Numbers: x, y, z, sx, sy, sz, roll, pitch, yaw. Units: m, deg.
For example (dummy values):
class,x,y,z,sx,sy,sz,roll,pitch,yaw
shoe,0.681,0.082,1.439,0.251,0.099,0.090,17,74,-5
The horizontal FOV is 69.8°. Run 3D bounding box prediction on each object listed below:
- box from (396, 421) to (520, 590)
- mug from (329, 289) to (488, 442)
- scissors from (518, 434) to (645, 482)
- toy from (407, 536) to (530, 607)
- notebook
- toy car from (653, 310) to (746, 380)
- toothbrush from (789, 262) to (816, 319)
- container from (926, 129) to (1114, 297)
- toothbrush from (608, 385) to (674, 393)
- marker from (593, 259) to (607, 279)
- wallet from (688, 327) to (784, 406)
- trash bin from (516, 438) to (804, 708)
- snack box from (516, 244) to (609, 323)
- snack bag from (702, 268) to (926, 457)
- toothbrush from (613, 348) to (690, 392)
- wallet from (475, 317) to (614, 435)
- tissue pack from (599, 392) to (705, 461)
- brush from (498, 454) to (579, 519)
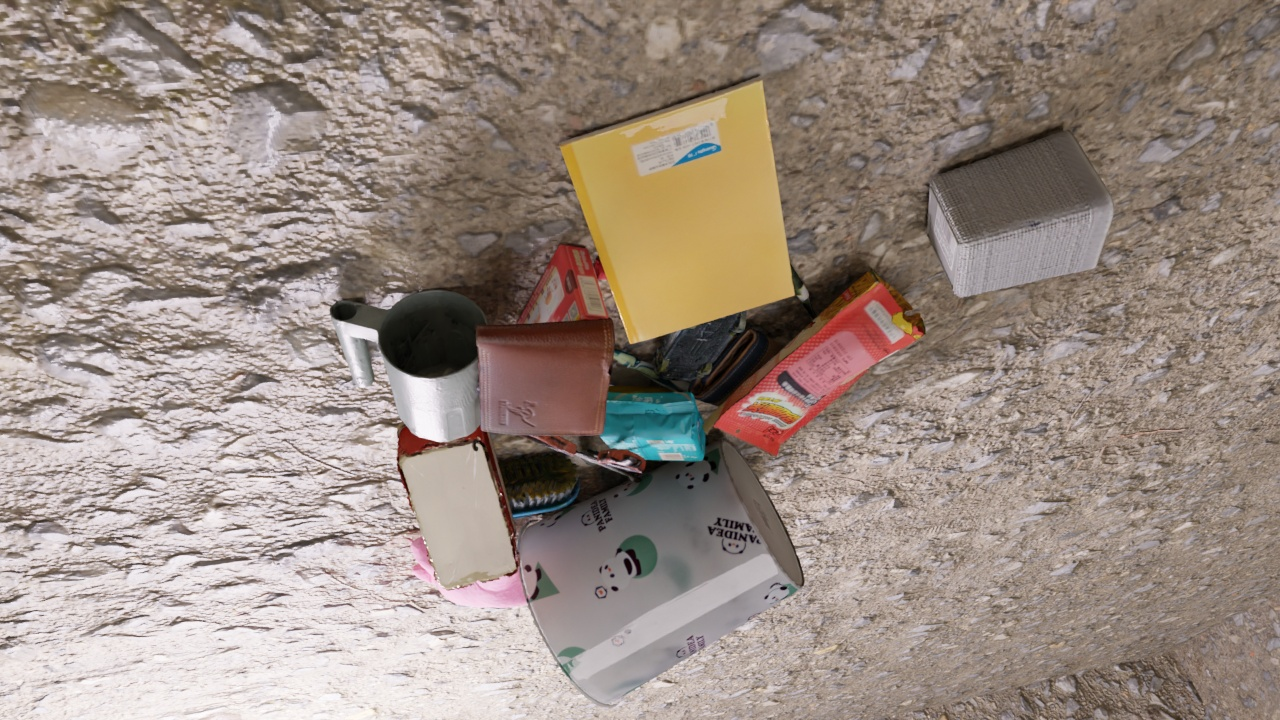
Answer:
class,x,y,z,sx,sy,sz,roll,pitch,yaw
box,-0.173,0.137,0.871,0.091,0.078,0.168,-13,120,-5
mug,-0.181,0.002,0.738,0.124,0.083,0.104,14,146,4
scissors,-0.050,0.092,0.895,0.189,0.015,0.227,23,167,-23
toy,-0.189,0.244,1.066,0.178,0.074,0.195,32,148,-29
notebook,0.037,-0.101,0.692,0.146,0.010,0.206,-17,137,3
toy car,0.051,-0.023,0.820,0.054,0.036,0.121,3,143,-22
toothbrush,0.144,-0.067,0.818,0.017,0.012,0.186,-31,144,12
container,0.301,-0.114,0.745,0.114,0.090,0.090,-16,147,6
toothbrush,0.027,0.029,0.907,0.190,0.015,0.017,1,139,-23
marker,0.032,-0.073,0.758,0.145,0.017,0.017,0,144,-22
wallet,0.112,0.016,0.896,0.115,0.033,0.090,22,117,-44
trash bin,0.028,0.224,1.026,0.252,0.229,0.229,-31,145,11
snack box,-0.074,-0.016,0.745,0.025,0.075,0.153,4,142,-30
snack bag,0.164,0.012,0.857,0.208,0.073,0.128,-43,143,21
toothbrush,-0.005,0.005,0.846,0.191,0.018,0.016,27,114,-40
wallet,-0.074,0.014,0.694,0.101,0.032,0.125,-1,142,-9
tissue pack,0.012,0.062,0.880,0.093,0.050,0.133,0,164,8
brush,-0.136,0.142,0.970,0.143,0.055,0.074,-7,144,-14
